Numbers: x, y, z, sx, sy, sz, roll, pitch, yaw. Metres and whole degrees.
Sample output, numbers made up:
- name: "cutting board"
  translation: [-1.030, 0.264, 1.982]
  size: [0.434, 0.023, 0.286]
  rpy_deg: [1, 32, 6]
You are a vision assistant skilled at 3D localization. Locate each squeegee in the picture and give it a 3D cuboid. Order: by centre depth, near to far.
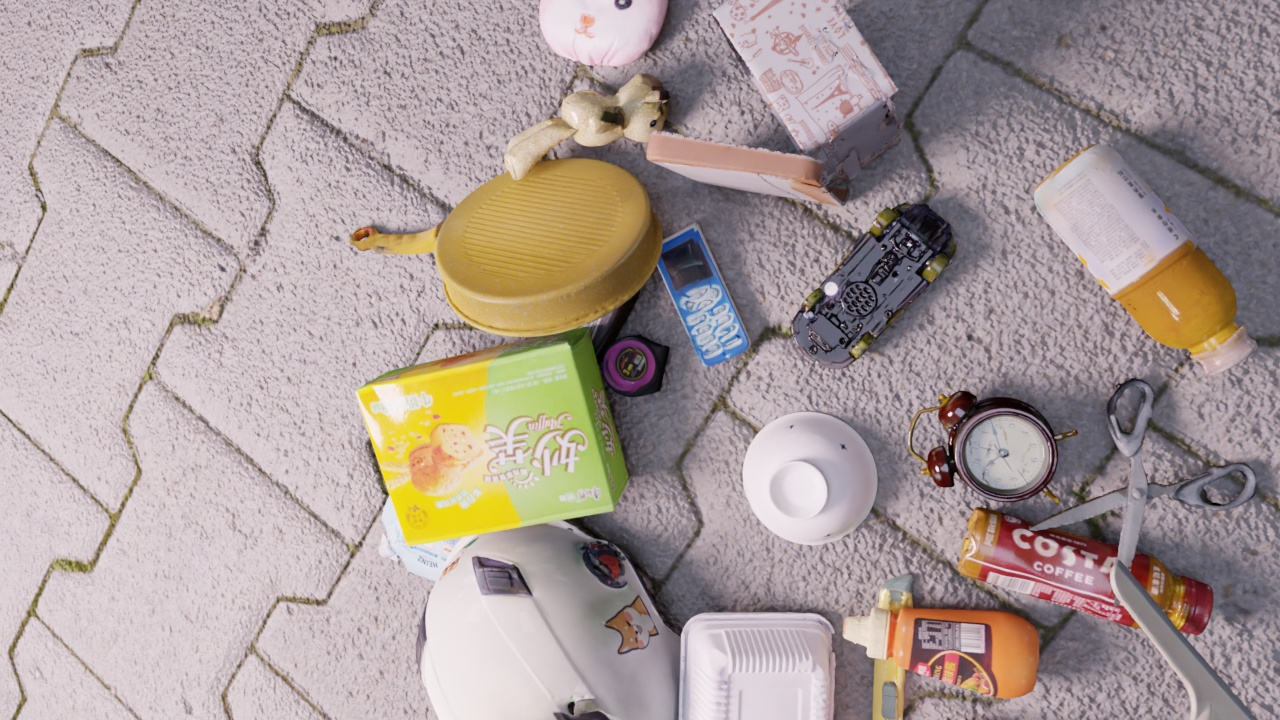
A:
- name: "squeegee"
  translation: [0.342, 0.316, 0.654]
  size: [0.246, 0.039, 0.246]
  rpy_deg: [-43, 97, -4]

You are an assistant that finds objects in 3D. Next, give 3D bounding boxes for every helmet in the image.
- name: "helmet"
  translation: [-0.093, 0.278, 0.812]
  size: [0.230, 0.156, 0.274]
  rpy_deg: [-41, 87, 16]

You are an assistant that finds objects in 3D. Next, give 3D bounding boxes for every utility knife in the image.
- name: "utility knife"
  translation: [0.217, 0.290, 0.792]
  size: [0.031, 0.022, 0.216]
  rpy_deg: [3, 98, 24]

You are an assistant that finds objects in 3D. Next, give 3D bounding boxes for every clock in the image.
- name: "clock"
  translation: [0.277, 0.069, 0.734]
  size: [0.122, 0.055, 0.082]
  rpy_deg: [14, 98, 16]

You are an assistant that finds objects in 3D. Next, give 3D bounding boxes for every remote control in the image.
- name: "remote control"
  translation: [0.055, -0.058, 0.823]
  size: [0.049, 0.024, 0.125]
  rpy_deg: [-25, 86, 19]

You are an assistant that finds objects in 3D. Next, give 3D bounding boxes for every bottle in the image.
- name: "bottle"
  translation: [0.378, -0.074, 0.685]
  size: [0.068, 0.068, 0.189]
  rpy_deg: [-39, 80, 17]
- name: "bottle"
  translation: [0.343, 0.166, 0.715]
  size: [0.175, 0.057, 0.057]
  rpy_deg: [15, 98, 18]
- name: "bottle"
  translation: [0.241, 0.230, 0.747]
  size: [0.150, 0.066, 0.067]
  rpy_deg: [5, 94, 17]
- name: "bottle"
  translation: [-0.074, -0.013, 0.862]
  size: [0.080, 0.044, 0.195]
  rpy_deg: [36, 105, 17]

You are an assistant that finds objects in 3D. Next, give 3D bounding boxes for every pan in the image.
- name: "pan"
  translation: [-0.147, -0.109, 0.843]
  size: [0.358, 0.197, 0.078]
  rpy_deg: [14, 143, 26]

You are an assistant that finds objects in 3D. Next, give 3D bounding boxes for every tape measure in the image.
- name: "tape measure"
  translation: [-0.005, 0.005, 0.840]
  size: [0.058, 0.039, 0.057]
  rpy_deg: [11, 96, 14]

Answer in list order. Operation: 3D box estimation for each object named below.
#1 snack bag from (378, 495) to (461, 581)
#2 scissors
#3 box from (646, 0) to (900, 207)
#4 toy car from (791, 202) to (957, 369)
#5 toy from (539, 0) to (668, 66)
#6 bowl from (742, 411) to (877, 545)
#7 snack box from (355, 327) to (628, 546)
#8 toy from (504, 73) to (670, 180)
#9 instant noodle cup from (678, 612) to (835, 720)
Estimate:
- name: "snack bag"
  translation: [-0.204, 0.127, 0.918]
  size: [0.110, 0.038, 0.191]
  rpy_deg: [13, 99, 11]
- name: "scissors"
  translation: [0.374, 0.095, 0.693]
  size: [0.179, 0.014, 0.159]
  rpy_deg: [-13, 73, -3]
- name: "box"
  translation: [0.100, -0.180, 0.721]
  size: [0.174, 0.182, 0.152]
  rpy_deg: [-32, 82, 15]
- name: "toy car"
  translation: [0.192, -0.061, 0.765]
  size: [0.070, 0.042, 0.158]
  rpy_deg: [45, 105, 12]
- name: "toy"
  translation: [-0.024, -0.343, 0.824]
  size: [0.121, 0.054, 0.159]
  rpy_deg: [22, 92, 17]
- name: "bowl"
  translation: [0.138, 0.105, 0.781]
  size: [0.118, 0.064, 0.118]
  rpy_deg: [1, 93, 20]
- name: "snack box"
  translation: [-0.132, 0.070, 0.830]
  size: [0.210, 0.070, 0.158]
  rpy_deg: [-12, 103, 13]
- name: "toy"
  translation: [-0.048, -0.205, 0.813]
  size: [0.157, 0.105, 0.066]
  rpy_deg: [-22, 112, 3]
- name: "instant noodle cup"
  translation: [0.104, 0.308, 0.782]
  size: [0.138, 0.060, 0.173]
  rpy_deg: [1, 95, -5]
